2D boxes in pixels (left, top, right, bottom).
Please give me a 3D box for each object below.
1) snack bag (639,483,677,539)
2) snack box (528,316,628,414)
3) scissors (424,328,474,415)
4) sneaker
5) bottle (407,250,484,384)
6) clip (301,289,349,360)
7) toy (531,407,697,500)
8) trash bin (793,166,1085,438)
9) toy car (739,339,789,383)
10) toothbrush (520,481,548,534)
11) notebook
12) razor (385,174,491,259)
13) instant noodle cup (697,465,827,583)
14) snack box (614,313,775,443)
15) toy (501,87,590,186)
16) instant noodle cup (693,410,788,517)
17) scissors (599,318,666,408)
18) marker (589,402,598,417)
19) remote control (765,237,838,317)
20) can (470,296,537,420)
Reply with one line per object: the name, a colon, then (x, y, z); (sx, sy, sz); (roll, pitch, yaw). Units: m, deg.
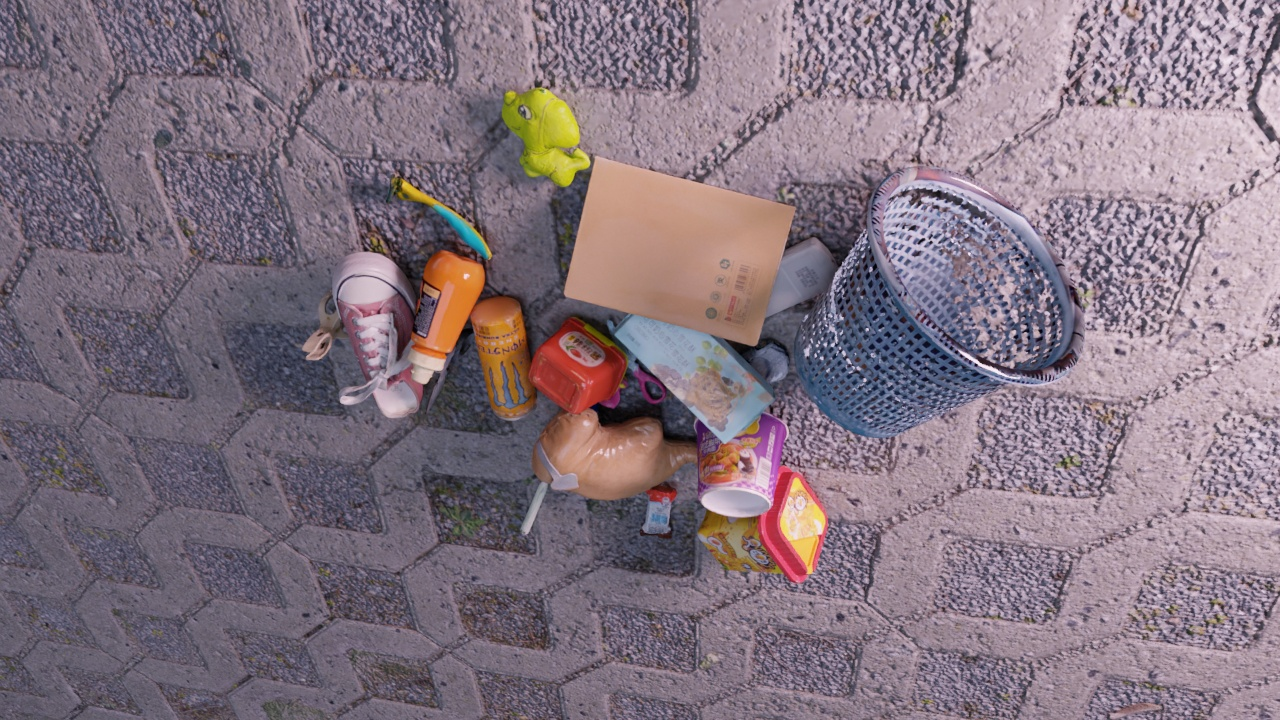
snack bag: (0.024, 0.201, 1.206); (0.045, 0.026, 0.105); (5, 130, 0)
snack box: (-0.073, 0.010, 1.033); (0.091, 0.079, 0.082); (36, 131, 14)
scissors: (-0.237, 0.016, 1.131); (0.014, 0.132, 0.175); (44, 173, 9)
sneaker: (-0.298, -0.012, 1.069); (0.118, 0.087, 0.241); (-9, 133, -9)
bottle: (-0.223, -0.044, 1.018); (0.067, 0.066, 0.149); (20, 97, -2)
clip: (-0.362, -0.032, 1.090); (0.035, 0.102, 0.095); (4, 154, 10)
toy: (-0.021, 0.119, 1.116); (0.225, 0.082, 0.144); (11, 140, -23)
trash bin: (0.254, -0.033, 0.860); (0.226, 0.225, 0.196); (29, 141, -9)
toy car: (0.119, 0.016, 1.027); (0.106, 0.031, 0.049); (-30, 118, 20)
toothbrush: (-0.134, 0.179, 1.237); (0.029, 0.020, 0.190); (27, 131, 2)
notebook: (0.037, -0.110, 0.932); (0.208, 0.008, 0.148); (15, 104, 3)
razor: (-0.214, -0.153, 0.990); (0.132, 0.028, 0.043); (34, 151, -9)
instant noodle cup: (0.148, 0.204, 1.130); (0.124, 0.115, 0.116); (-14, 124, 38)
snack box: (0.058, 0.001, 0.985); (0.175, 0.051, 0.074); (44, 103, -4)
toy: (-0.092, -0.222, 0.902); (0.097, 0.031, 0.100); (19, 134, 0)
instant noodle cup: (0.112, 0.120, 1.054); (0.111, 0.099, 0.112); (7, 150, 4)
scissors: (-0.005, 0.006, 1.068); (0.108, 0.017, 0.136); (14, 123, -7)
marker: (-0.061, 0.094, 1.151); (0.017, 0.016, 0.146); (10, 129, 7)
remote control: (0.133, -0.077, 0.962); (0.150, 0.021, 0.058); (-24, 119, 29)
can: (-0.158, -0.002, 1.075); (0.058, 0.058, 0.146); (4, 128, 12)
